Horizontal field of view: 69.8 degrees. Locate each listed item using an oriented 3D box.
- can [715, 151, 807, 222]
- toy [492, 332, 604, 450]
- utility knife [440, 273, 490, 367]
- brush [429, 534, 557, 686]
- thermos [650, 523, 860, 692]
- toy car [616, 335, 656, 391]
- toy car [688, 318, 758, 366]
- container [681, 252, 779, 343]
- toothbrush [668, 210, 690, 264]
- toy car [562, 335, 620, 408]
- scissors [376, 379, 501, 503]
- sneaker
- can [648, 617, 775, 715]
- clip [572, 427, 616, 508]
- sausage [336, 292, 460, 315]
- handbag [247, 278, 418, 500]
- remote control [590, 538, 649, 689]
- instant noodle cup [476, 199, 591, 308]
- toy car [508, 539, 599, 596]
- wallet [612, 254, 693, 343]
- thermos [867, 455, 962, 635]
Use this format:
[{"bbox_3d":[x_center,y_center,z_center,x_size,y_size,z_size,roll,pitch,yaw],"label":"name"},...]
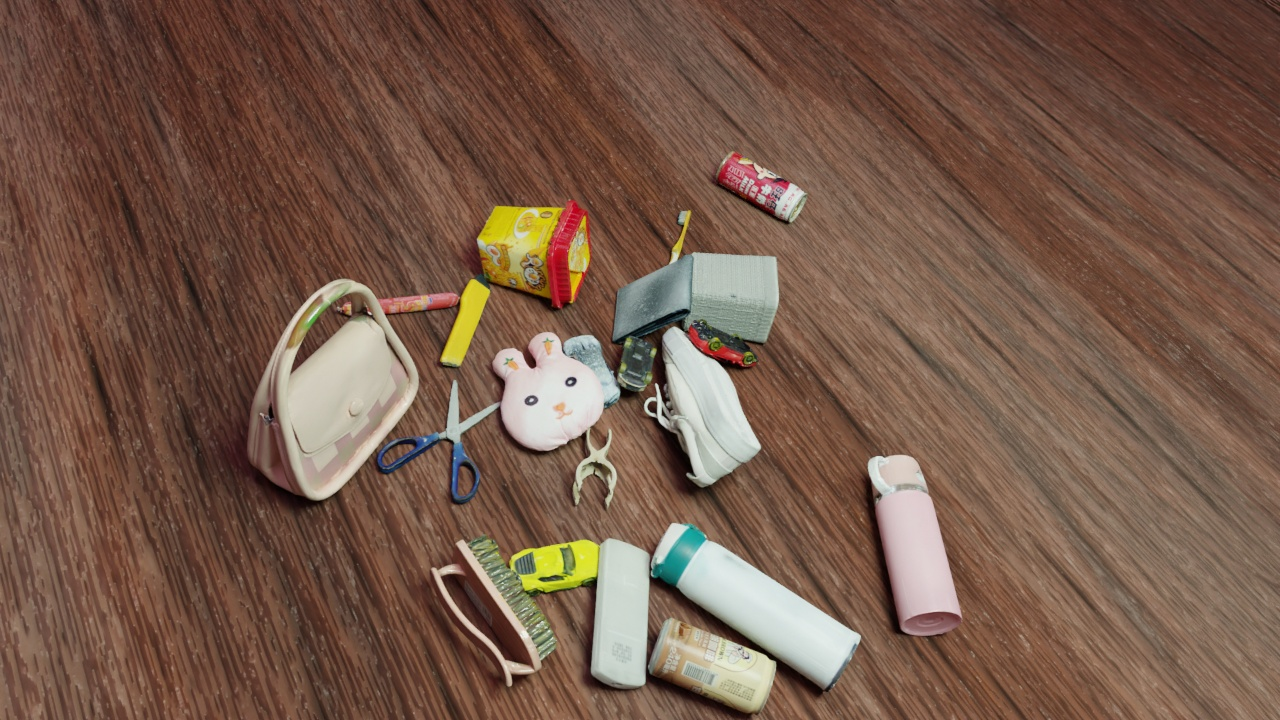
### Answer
[{"bbox_3d":[0.182,-0.262,1.385,0.133,0.053,0.053,33,53,15],"label":"can"},{"bbox_3d":[-0.115,0.033,1.084,0.121,0.054,0.159,-27,56,-12],"label":"toy"},{"bbox_3d":[-0.220,-0.051,1.152,0.033,0.015,0.153,36,45,-25],"label":"utility knife"},{"bbox_3d":[-0.145,0.248,0.903,0.072,0.063,0.145,-25,62,-33],"label":"brush"},{"bbox_3d":[0.114,0.248,0.954,0.224,0.073,0.073,31,52,14],"label":"thermos"},{"bbox_3d":[-0.007,0.007,1.132,0.042,0.035,0.090,19,36,-7],"label":"toy car"},{"bbox_3d":[0.106,-0.018,1.170,0.106,0.031,0.049,19,28,-36],"label":"toy car"},{"bbox_3d":[0.115,-0.085,1.209,0.114,0.090,0.090,6,50,-3],"label":"container"},{"bbox_3d":[0.046,-0.151,1.293,0.018,0.016,0.190,10,49,10],"label":"toothbrush"},{"bbox_3d":[-0.060,0.012,1.129,0.049,0.031,0.105,-15,58,-20],"label":"toy car"},{"bbox_3d":[-0.219,0.092,1.044,0.162,0.012,0.175,-13,53,-22],"label":"scissors"},{"bbox_3d":[0.062,0.056,1.098,0.089,0.091,0.242,35,20,-33],"label":"sneaker"},{"bbox_3d":[0.070,0.302,0.906,0.116,0.059,0.058,20,50,5],"label":"can"},{"bbox_3d":[-0.038,0.124,1.045,0.084,0.035,0.104,20,42,8],"label":"clip"},{"bbox_3d":[-0.301,-0.070,1.152,0.155,0.020,0.020,-7,54,-17],"label":"sausage"},{"bbox_3d":[-0.319,0.013,0.941,0.093,0.235,0.192,26,51,11],"label":"handbag"},{"bbox_3d":[-0.020,0.257,0.936,0.058,0.021,0.149,27,46,-26],"label":"remote control"},{"bbox_3d":[-0.138,-0.144,1.193,0.124,0.116,0.115,10,50,11],"label":"instant noodle cup"},{"bbox_3d":[-0.085,0.214,0.962,0.105,0.032,0.048,-5,53,-18],"label":"toy car"},{"bbox_3d":[0.016,-0.078,1.179,0.019,0.121,0.097,43,37,-36],"label":"wallet"},{"bbox_3d":[0.298,0.198,1.024,0.087,0.067,0.198,31,42,-36],"label":"thermos"}]
